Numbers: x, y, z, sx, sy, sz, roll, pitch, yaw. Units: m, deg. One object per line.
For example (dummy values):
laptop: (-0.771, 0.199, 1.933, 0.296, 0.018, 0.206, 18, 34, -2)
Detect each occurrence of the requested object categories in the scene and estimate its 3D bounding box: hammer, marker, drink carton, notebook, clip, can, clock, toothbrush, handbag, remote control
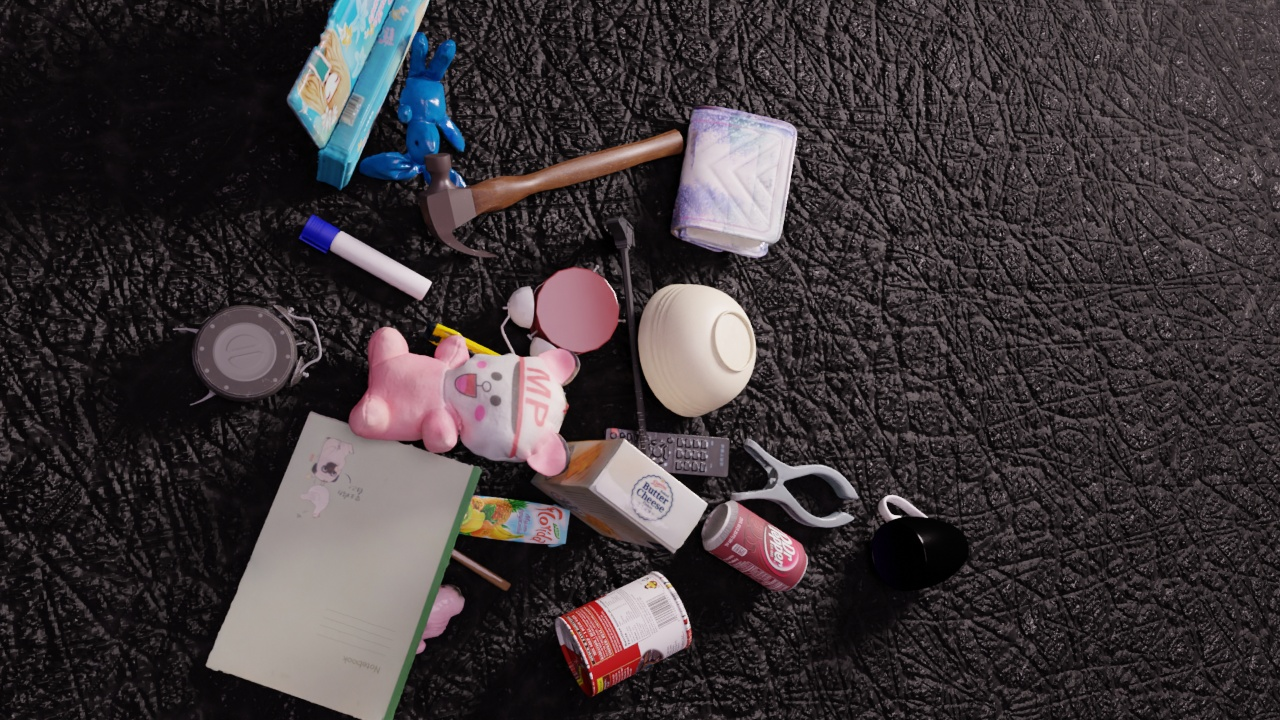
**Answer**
hammer: (-0.087, -0.200, 1.001, 0.322, 0.033, 0.115, -23, 119, -29)
marker: (-0.278, -0.102, 0.934, 0.133, 0.023, 0.027, 30, 95, -16)
drink carton: (-0.136, 0.166, 0.950, 0.128, 0.039, 0.044, 11, 80, -20)
notebook: (-0.278, 0.194, 0.874, 0.182, 0.010, 0.252, 18, 76, 2)
clip: (0.187, 0.137, 1.089, 0.163, 0.028, 0.107, 17, 76, -20)
can: (0.129, 0.211, 1.036, 0.114, 0.063, 0.063, 34, 73, -15)
clock: (-0.084, -0.047, 0.989, 0.137, 0.048, 0.096, -28, 95, -20)
clock: (-0.370, -0.007, 0.875, 0.122, 0.044, 0.091, -13, 89, -22)
toothbrush: (-0.201, 0.188, 0.934, 0.167, 0.016, 0.016, 36, 73, -13)
hammer: (-0.006, 0.006, 0.995, 0.015, 0.095, 0.325, -7, 86, 9)
can: (-0.018, 0.284, 0.957, 0.116, 0.087, 0.086, -21, 92, -22)
handbag: (0.107, -0.210, 1.079, 0.126, 0.069, 0.158, 12, 79, -6)
remote control: (0.028, 0.104, 1.033, 0.150, 0.022, 0.047, 7, 81, -19)

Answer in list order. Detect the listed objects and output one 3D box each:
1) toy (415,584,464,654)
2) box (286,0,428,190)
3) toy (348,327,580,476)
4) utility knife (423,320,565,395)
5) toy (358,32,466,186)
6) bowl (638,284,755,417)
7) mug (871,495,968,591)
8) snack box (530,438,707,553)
toy: (-0.232, 0.253, 0.897, 0.099, 0.053, 0.096, 23, 89, -6)
box: (-0.259, -0.294, 0.880, 0.056, 0.185, 0.226, 21, 76, -8)
toy: (-0.169, 0.039, 0.901, 0.213, 0.084, 0.141, 5, 52, -4)
utility knife: (-0.152, 0.002, 0.964, 0.163, 0.031, 0.017, 25, 49, -14)
toy: (-0.227, -0.243, 0.940, 0.112, 0.071, 0.176, -1, 109, -25)
bowl: (0.076, -0.016, 1.008, 0.150, 0.075, 0.150, 9, 77, -43)
mug: (0.339, 0.217, 1.118, 0.100, 0.085, 0.118, 0, 53, -34)
snack box: (-0.028, 0.130, 0.905, 0.104, 0.208, 0.057, 39, 72, -13)
